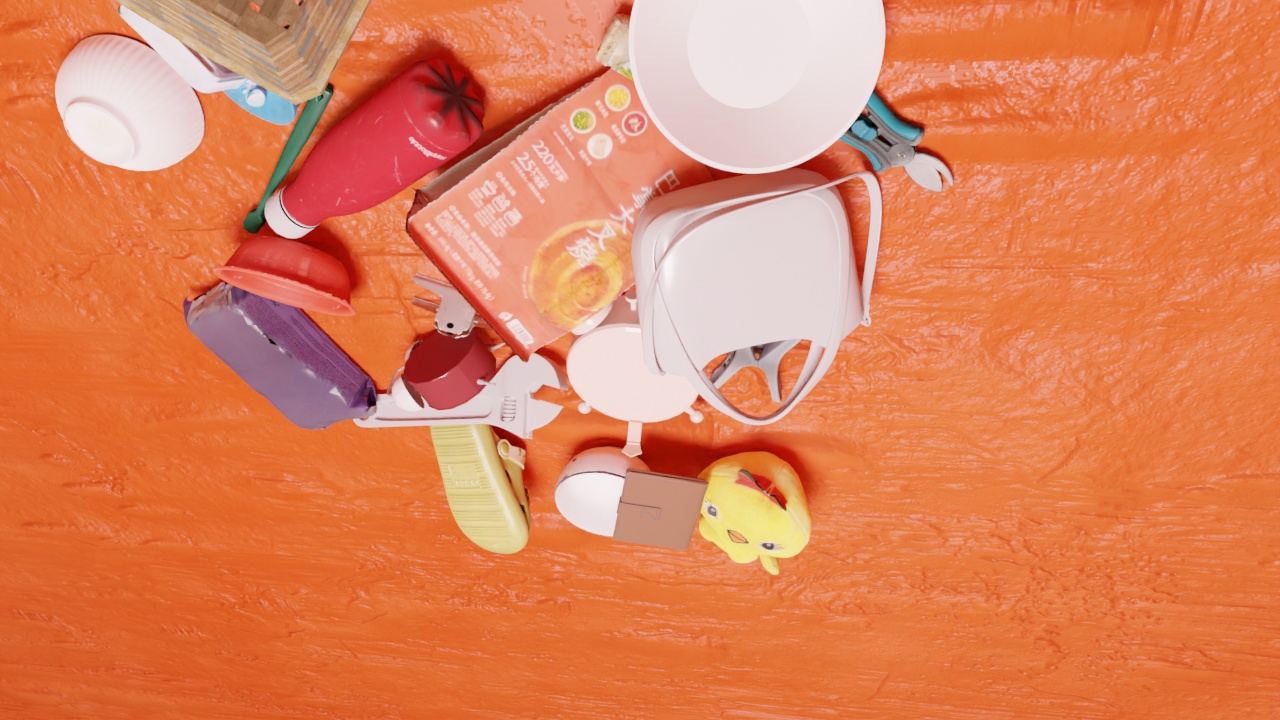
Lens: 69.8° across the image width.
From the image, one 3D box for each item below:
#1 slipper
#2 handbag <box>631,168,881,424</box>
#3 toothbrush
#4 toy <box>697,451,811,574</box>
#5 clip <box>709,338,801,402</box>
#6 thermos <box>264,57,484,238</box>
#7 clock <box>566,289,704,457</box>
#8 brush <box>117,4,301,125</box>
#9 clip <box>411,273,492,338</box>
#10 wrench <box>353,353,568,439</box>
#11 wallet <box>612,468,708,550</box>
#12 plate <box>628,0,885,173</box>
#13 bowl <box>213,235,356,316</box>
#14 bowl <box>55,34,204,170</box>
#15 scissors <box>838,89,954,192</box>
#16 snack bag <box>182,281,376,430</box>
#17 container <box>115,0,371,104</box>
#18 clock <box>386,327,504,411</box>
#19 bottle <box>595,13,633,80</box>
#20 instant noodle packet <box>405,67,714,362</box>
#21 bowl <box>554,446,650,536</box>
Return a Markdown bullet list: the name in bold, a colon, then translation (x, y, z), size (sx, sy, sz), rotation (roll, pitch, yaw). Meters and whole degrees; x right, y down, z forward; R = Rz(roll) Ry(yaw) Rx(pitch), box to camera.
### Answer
- **slipper**: translation (-0.173, 0.123, 1.031), size (0.092, 0.081, 0.190), rotation (-11, 104, 30)
- **handbag**: translation (0.104, -0.040, 0.761), size (0.216, 0.095, 0.223), rotation (-12, 117, 1)
- **toothbrush**: translation (-0.313, -0.176, 0.812), size (0.016, 0.017, 0.190), rotation (38, 129, -14)
- **toy**: translation (0.117, 0.167, 1.000), size (0.134, 0.092, 0.208), rotation (36, 143, 9)
- **clip**: translation (0.130, -0.021, 0.855), size (0.106, 0.027, 0.164), rotation (16, 135, -2)
- **thermos**: translation (-0.234, -0.164, 0.766), size (0.241, 0.073, 0.073), rotation (-22, 125, 33)
- **clock**: translation (-0.005, 0.005, 0.878), size (0.131, 0.086, 0.161), rotation (4, 128, 8)
- **brush**: translation (-0.325, -0.237, 0.713), size (0.055, 0.075, 0.136), rotation (-22, 125, 30)
- **clip**: translation (-0.177, -0.045, 0.892), size (0.102, 0.054, 0.057), rotation (17, 171, -3)
- **wrench**: translation (-0.199, 0.039, 0.970), size (0.274, 0.086, 0.018), rotation (-2, 172, 27)
- **wallet**: translation (0.019, 0.160, 0.977), size (0.087, 0.013, 0.121), rotation (9, 134, -2)
- **plate**: translation (0.078, -0.221, 0.638), size (0.174, 0.036, 0.174), rotation (-1, 108, -2)
- **bowl**: translation (-0.326, -0.083, 0.859), size (0.130, 0.045, 0.130), rotation (14, 170, 2)
- **bowl**: translation (-0.441, -0.207, 0.777), size (0.118, 0.062, 0.118), rotation (6, 135, 6)
- **scissors**: translation (0.177, -0.174, 0.704), size (0.150, 0.019, 0.131), rotation (-2, 135, 12)
- **snack bag**: translation (-0.376, -0.001, 0.965), size (0.097, 0.058, 0.205), rotation (-20, 126, 27)
- **container**: translation (-0.216, -0.302, 0.569), size (0.157, 0.186, 0.250), rotation (29, 95, -16)
- **clock**: translation (-0.198, 0.009, 0.916), size (0.125, 0.087, 0.044), rotation (-16, 129, 21)
- **bottle**: translation (0.023, -0.215, 0.681), size (0.111, 0.043, 0.043), rotation (25, 133, -12)
- **instant noodle packet**: translation (-0.055, -0.124, 0.754), size (0.221, 0.083, 0.164), rotation (-31, 123, 12)
- **bowl**: translation (-0.035, 0.137, 1.019), size (0.113, 0.063, 0.114), rotation (5, 134, 5)
